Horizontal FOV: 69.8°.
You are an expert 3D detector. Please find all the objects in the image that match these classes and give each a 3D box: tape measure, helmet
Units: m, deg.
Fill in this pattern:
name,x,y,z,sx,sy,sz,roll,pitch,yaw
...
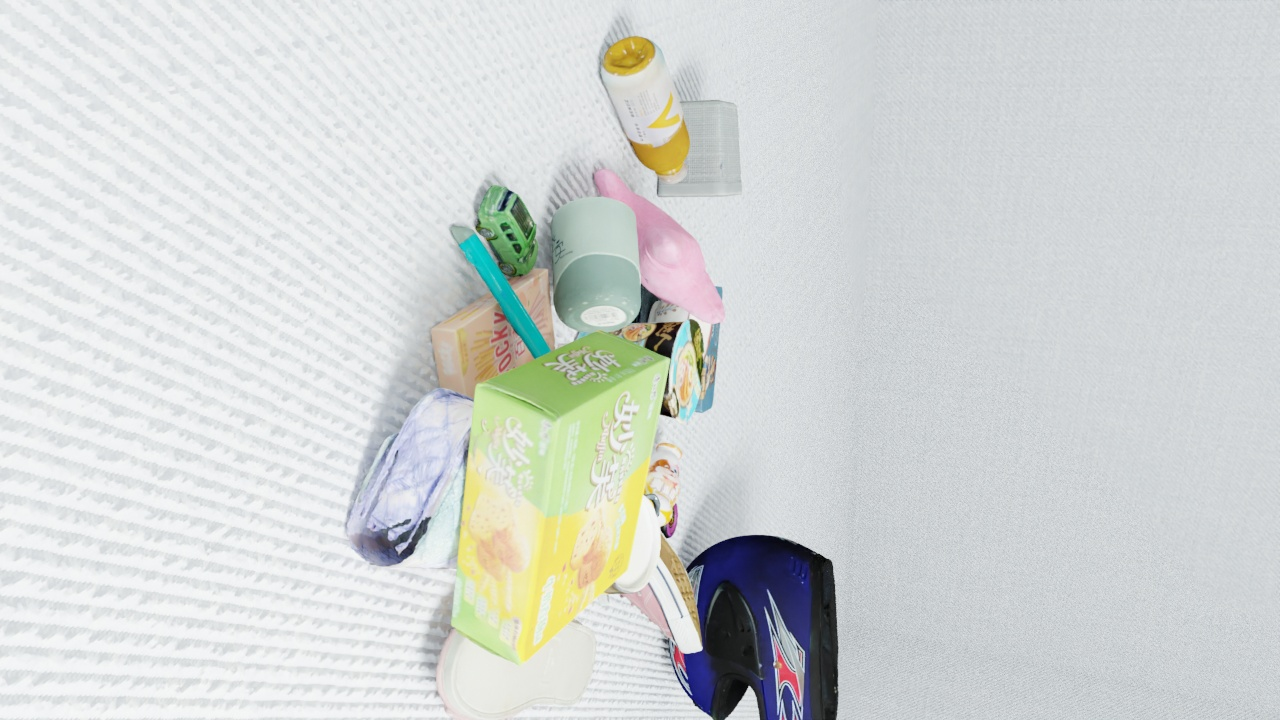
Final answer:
name,x,y,z,sx,sy,sz,roll,pitch,yaw
tape measure,0.025,0.207,1.221,0.057,0.039,0.057,48,47,-62
helmet,0.161,0.415,1.339,0.247,0.241,0.315,34,54,-66

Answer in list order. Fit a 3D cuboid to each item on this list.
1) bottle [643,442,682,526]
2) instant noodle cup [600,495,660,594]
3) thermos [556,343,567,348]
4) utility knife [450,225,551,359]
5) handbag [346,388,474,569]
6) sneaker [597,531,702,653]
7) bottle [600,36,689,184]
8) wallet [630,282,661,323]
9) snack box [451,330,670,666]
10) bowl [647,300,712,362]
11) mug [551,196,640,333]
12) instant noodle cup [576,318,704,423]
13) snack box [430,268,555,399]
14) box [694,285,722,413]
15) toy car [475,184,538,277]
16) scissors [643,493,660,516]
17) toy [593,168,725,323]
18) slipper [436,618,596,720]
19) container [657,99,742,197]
name,x,y,z,sx,sy,sz,roll,pitch,yaw
bottle,0.021,0.156,1.162,0.063,0.063,0.108,73,31,-46
instant noodle cup,-0.053,0.170,0.867,0.118,0.115,0.118,11,76,-53
thermos,-0.060,0.062,0.898,0.199,0.067,0.087,72,19,-57
utility knife,-0.099,-0.030,0.765,0.196,0.013,0.029,58,31,-18
handbag,-0.132,0.101,0.724,0.134,0.076,0.194,-64,156,-4
sneaker,0.001,0.266,1.113,0.118,0.088,0.241,-91,155,-64
bottle,0.013,-0.265,1.005,0.189,0.068,0.067,59,42,-58
wallet,0.010,-0.053,1.133,0.097,0.019,0.121,-33,128,-64
snack box,-0.060,0.098,0.691,0.157,0.070,0.210,-28,135,-55
bowl,0.045,-0.041,1.118,0.113,0.062,0.113,8,89,-72
mug,-0.048,-0.081,0.873,0.112,0.082,0.106,138,-47,-55
instant noodle cup,-0.006,0.006,0.968,0.111,0.120,0.111,7,89,-70
snack box,-0.122,-0.017,0.793,0.156,0.026,0.084,-47,139,-57
box,0.069,-0.023,1.220,0.089,0.064,0.184,-21,118,-74
toy car,-0.110,-0.109,0.787,0.091,0.036,0.043,69,33,-56
scissors,-0.041,0.152,1.005,0.181,0.014,0.159,13,56,-44
toy,0.025,-0.105,0.977,0.074,0.194,0.178,-38,147,-3
slipper,-0.116,0.279,0.859,0.274,0.054,0.114,38,61,-62
container,0.074,-0.262,1.139,0.090,0.090,0.114,-29,119,-65
